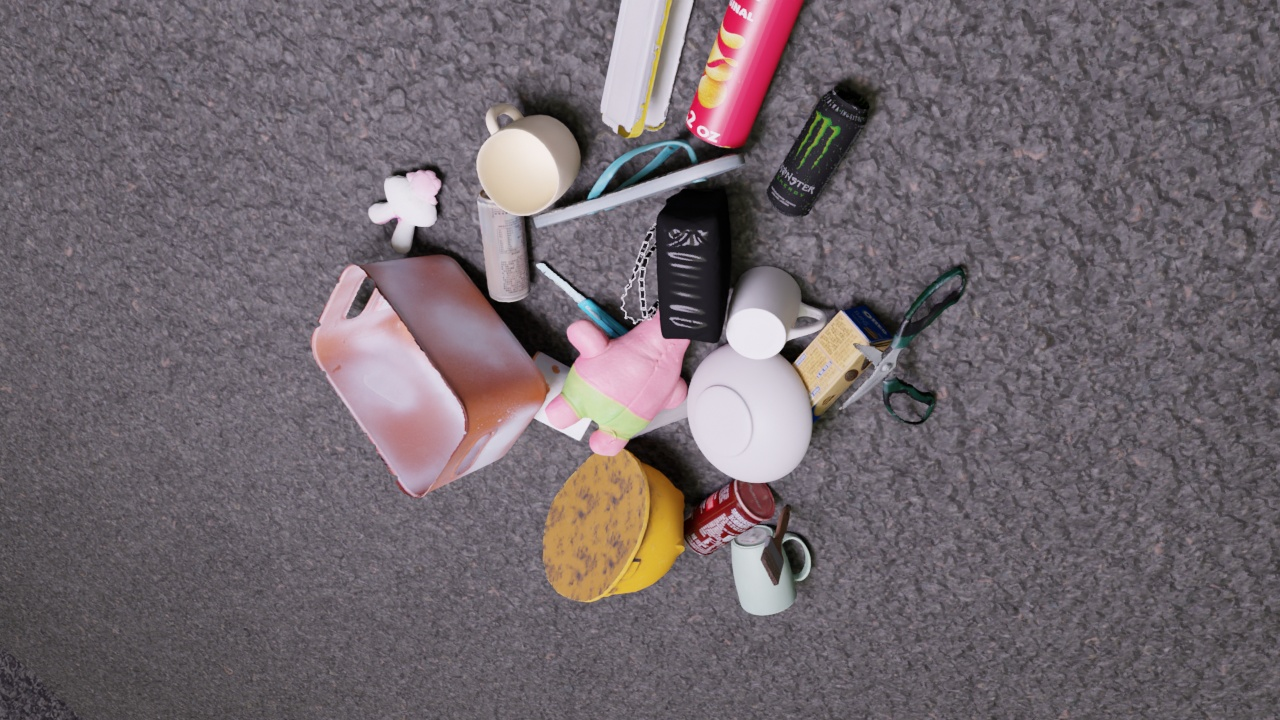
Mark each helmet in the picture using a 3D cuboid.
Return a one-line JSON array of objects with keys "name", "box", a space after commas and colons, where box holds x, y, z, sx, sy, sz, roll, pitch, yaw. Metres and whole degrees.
[{"name": "helmet", "box": [-0.016, 0.235, 1.266, 0.131, 0.205, 0.256, 17, 150, -29]}]

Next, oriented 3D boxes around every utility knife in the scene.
[{"name": "utility knife", "box": [-0.064, -0.064, 1.161, 0.176, 0.015, 0.022, 39, 118, -10]}]

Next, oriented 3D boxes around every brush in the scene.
[{"name": "brush", "box": [0.183, 0.234, 1.208, 0.008, 0.142, 0.045, -19, 107, 27]}]

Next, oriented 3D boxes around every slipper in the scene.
[{"name": "slipper", "box": [-0.005, -0.202, 1.012, 0.269, 0.098, 0.055, -12, 97, 34]}]

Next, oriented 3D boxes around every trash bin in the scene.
[{"name": "trash bin", "box": [-0.258, 0.011, 1.140, 0.259, 0.157, 0.182, 51, 128, 16]}]

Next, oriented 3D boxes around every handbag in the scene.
[{"name": "handbag", "box": [0.045, -0.111, 1.023, 0.115, 0.124, 0.154, 3, 123, 16]}]

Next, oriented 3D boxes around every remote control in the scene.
[{"name": "remote control", "box": [0.024, 0.076, 1.231, 0.137, 0.013, 0.033, -25, 114, 29]}]

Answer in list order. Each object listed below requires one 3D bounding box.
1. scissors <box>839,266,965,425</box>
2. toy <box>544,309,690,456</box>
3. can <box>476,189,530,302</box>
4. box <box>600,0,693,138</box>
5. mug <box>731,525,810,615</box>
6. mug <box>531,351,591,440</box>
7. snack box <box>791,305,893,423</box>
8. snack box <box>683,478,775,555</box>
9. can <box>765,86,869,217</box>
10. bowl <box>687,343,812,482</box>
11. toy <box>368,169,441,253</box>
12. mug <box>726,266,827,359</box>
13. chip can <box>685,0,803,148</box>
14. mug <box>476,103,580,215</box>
[{"name": "scissors", "box": [0.315, 0.000, 1.050, 0.202, 0.015, 0.203, -45, 133, 7]}, {"name": "toy", "box": [-0.007, 0.007, 1.130, 0.192, 0.096, 0.237, 35, 103, -30]}, {"name": "can", "box": [-0.165, -0.142, 1.117, 0.054, 0.054, 0.136, 8, 126, 13]}, {"name": "box", "box": [0.007, -0.333, 0.934, 0.067, 0.069, 0.211, 31, 130, 21]}, {"name": "mug", "box": [0.184, 0.286, 1.291, 0.111, 0.084, 0.104, -16, 108, -4]}, {"name": "mug", "box": [-0.108, 0.047, 1.212, 0.105, 0.082, 0.082, 27, 128, -3]}, {"name": "snack box", "box": [0.211, 0.024, 1.098, 0.056, 0.057, 0.207, 53, 131, 21]}, {"name": "snack box", "box": [0.118, 0.212, 1.259, 0.072, 0.072, 0.122, 40, 127, -11]}, {"name": "can", "box": [0.182, -0.213, 0.952, 0.054, 0.053, 0.138, 28, 127, -2]}, {"name": "bowl", "box": [0.117, 0.068, 1.110, 0.177, 0.066, 0.177, 13, 109, 42]}, {"name": "toy", "box": [-0.286, -0.192, 1.134, 0.123, 0.037, 0.079, -37, 94, 35]}, {"name": "mug", "box": [0.156, -0.049, 1.054, 0.114, 0.087, 0.081, 12, 126, 10]}, {"name": "chip can", "box": [0.111, -0.320, 0.892, 0.069, 0.069, 0.221, 23, 128, 2]}, {"name": "mug", "box": [-0.123, -0.231, 1.013, 0.096, 0.099, 0.120, -25, 107, 28]}]
